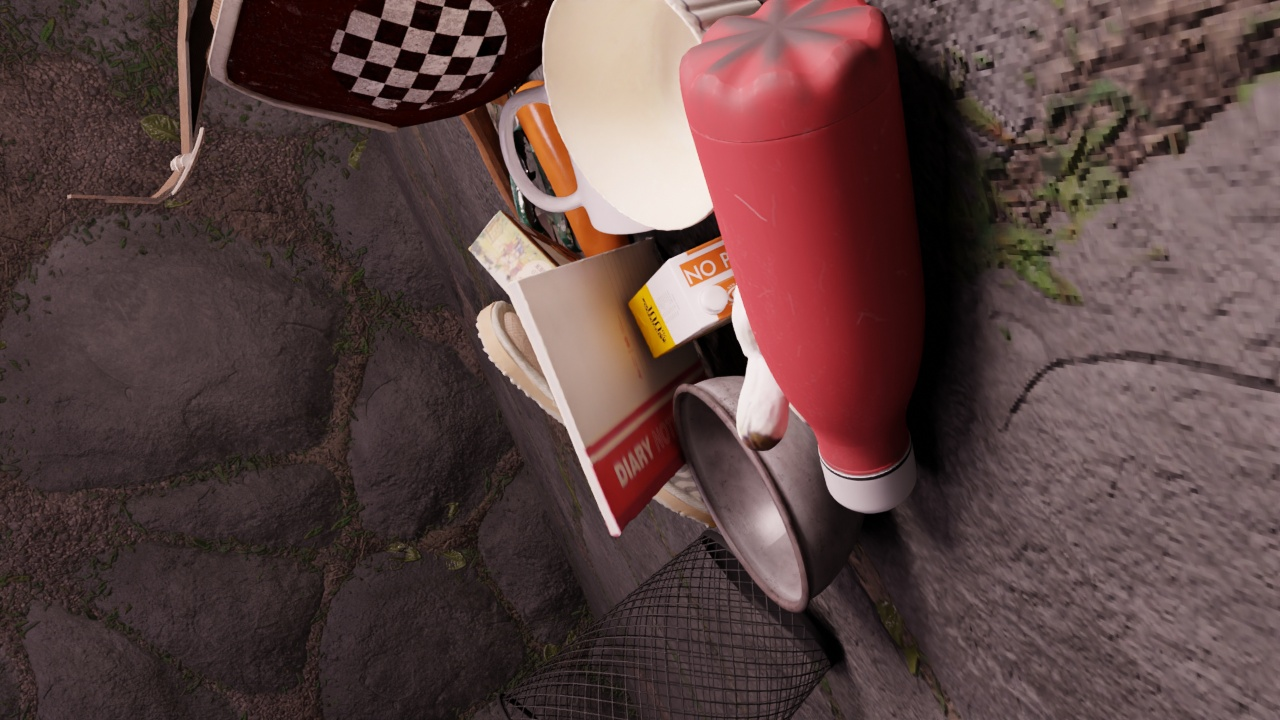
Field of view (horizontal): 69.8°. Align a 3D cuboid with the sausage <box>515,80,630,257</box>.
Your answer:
[{"bbox_3d":[-0.055,-0.149,0.730,0.164,0.039,0.044,64,173,3],"label":"sausage"}]

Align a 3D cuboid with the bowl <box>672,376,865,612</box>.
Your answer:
[{"bbox_3d":[0.083,0.066,0.539,0.145,0.067,0.145,58,165,25],"label":"bowl"}]

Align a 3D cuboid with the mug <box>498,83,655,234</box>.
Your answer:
[{"bbox_3d":[-0.023,-0.123,0.510,0.073,0.110,0.090,-86,-19,-58],"label":"mug"}]

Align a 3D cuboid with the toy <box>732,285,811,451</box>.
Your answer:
[{"bbox_3d":[0.067,-0.019,0.451,0.038,0.079,0.122,-5,89,35],"label":"toy"}]

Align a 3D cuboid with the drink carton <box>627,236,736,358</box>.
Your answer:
[{"bbox_3d":[0.038,-0.039,0.537,0.040,0.058,0.123,64,167,2],"label":"drink carton"}]

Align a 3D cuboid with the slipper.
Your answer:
[{"bbox_3d":[-0.017,0.040,0.723,0.272,0.054,0.114,39,-167,-27],"label":"slipper"}]

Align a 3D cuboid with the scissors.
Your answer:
[{"bbox_3d":[-0.086,-0.171,0.800,0.179,0.015,0.206,47,-150,-62],"label":"scissors"}]

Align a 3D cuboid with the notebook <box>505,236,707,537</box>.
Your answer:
[{"bbox_3d":[-0.003,0.003,0.589,0.153,0.012,0.208,68,-155,-5],"label":"notebook"}]

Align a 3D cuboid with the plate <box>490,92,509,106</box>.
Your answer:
[{"bbox_3d":[-0.149,-0.288,0.816,0.131,0.025,0.131,159,91,-85],"label":"plate"}]

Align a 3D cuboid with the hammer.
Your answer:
[{"bbox_3d":[-0.107,-0.138,0.842,0.323,0.033,0.115,68,176,-66],"label":"hammer"}]

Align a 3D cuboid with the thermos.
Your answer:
[{"bbox_3d":[0.080,-0.023,0.378,0.073,0.073,0.240,48,165,50],"label":"thermos"}]

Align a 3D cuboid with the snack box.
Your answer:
[{"bbox_3d":[-0.038,-0.035,0.691,0.147,0.041,0.143,47,-169,32],"label":"snack box"}]

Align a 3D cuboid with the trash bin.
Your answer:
[{"bbox_3d":[0.028,0.257,0.718,0.184,0.210,0.184,45,168,12],"label":"trash bin"}]

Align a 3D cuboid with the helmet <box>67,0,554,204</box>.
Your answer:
[{"bbox_3d":[-0.151,-0.228,0.475,0.235,0.253,0.233,-29,70,52],"label":"helmet"}]

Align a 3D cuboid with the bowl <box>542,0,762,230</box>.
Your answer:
[{"bbox_3d":[0.016,-0.124,0.413,0.115,0.062,0.115,35,144,30],"label":"bowl"}]
